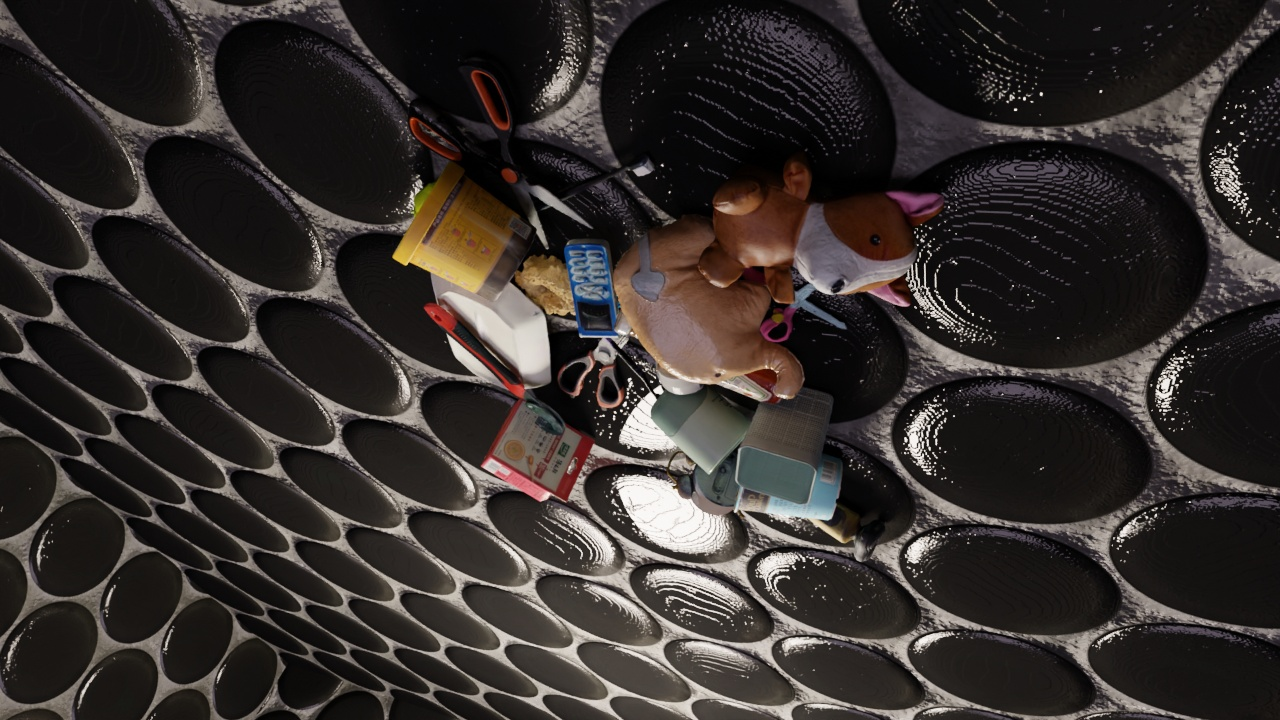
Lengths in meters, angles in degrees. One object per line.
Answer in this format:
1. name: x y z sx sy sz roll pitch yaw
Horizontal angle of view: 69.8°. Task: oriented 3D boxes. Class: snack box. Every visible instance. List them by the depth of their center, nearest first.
1. snack box: -0.146 0.133 1.315 0.127 0.113 0.044 33 143 -10

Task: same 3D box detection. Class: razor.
1. razor: 0.247 0.202 1.218 0.167 0.062 0.067 33 176 -1

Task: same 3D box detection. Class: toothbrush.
1. toothbrush: -0.057 -0.178 0.951 0.181 0.015 0.018 -12 139 40
2. toothbrush: -0.007 0.007 1.139 0.017 0.014 0.189 -22 133 23

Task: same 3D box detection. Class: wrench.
1. wrench: -0.181 0.016 1.183 0.056 0.016 0.273 2 144 43

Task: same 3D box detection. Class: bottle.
1. bottle: 0.071 -0.011 1.020 0.206 0.059 0.060 21 146 -10

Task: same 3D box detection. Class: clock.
1. clock: 0.094 0.159 1.230 0.122 0.081 0.055 24 151 -1

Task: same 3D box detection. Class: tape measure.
1. tape measure: 0.050 0.006 1.076 0.066 0.065 0.034 7 142 24

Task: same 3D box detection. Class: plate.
1. plate: -0.193 -0.033 1.167 0.162 0.034 0.266 25 154 9

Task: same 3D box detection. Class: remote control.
1. remote control: -0.051 -0.078 1.014 0.049 0.024 0.125 2 126 13

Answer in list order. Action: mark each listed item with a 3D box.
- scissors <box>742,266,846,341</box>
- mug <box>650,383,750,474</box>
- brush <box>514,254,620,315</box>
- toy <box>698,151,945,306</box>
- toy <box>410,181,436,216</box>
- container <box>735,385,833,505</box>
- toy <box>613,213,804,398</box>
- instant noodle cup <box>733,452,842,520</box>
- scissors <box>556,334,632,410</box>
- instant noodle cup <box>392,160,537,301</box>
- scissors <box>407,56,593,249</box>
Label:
1. scissors: 0.158 -0.065 0.965 0.134 0.017 0.134 33 139 -10
2. mug: 0.076 0.072 1.128 0.106 0.111 0.082 42 103 11
3. brush: -0.024 -0.072 1.053 0.255 0.045 0.083 10 139 15
4. toy: 0.159 -0.110 0.826 0.199 0.130 0.140 12 138 3
5. toy: -0.217 -0.174 1.041 0.100 0.031 0.097 8 137 17
6. container: 0.171 0.091 1.070 0.090 0.111 0.090 16 144 14
7. toy: 0.069 -0.038 0.949 0.144 0.082 0.226 -37 101 21
8. instant noodle cup: 0.187 0.150 1.151 0.120 0.111 0.111 12 143 5
9. scissors: -0.038 0.005 1.173 0.205 0.015 0.199 -3 134 35
10. instant noodle cup: -0.181 -0.130 0.966 0.114 0.118 0.119 30 145 -14
11. scissors: -0.148 -0.213 0.950 0.228 0.021 0.221 19 142 17
